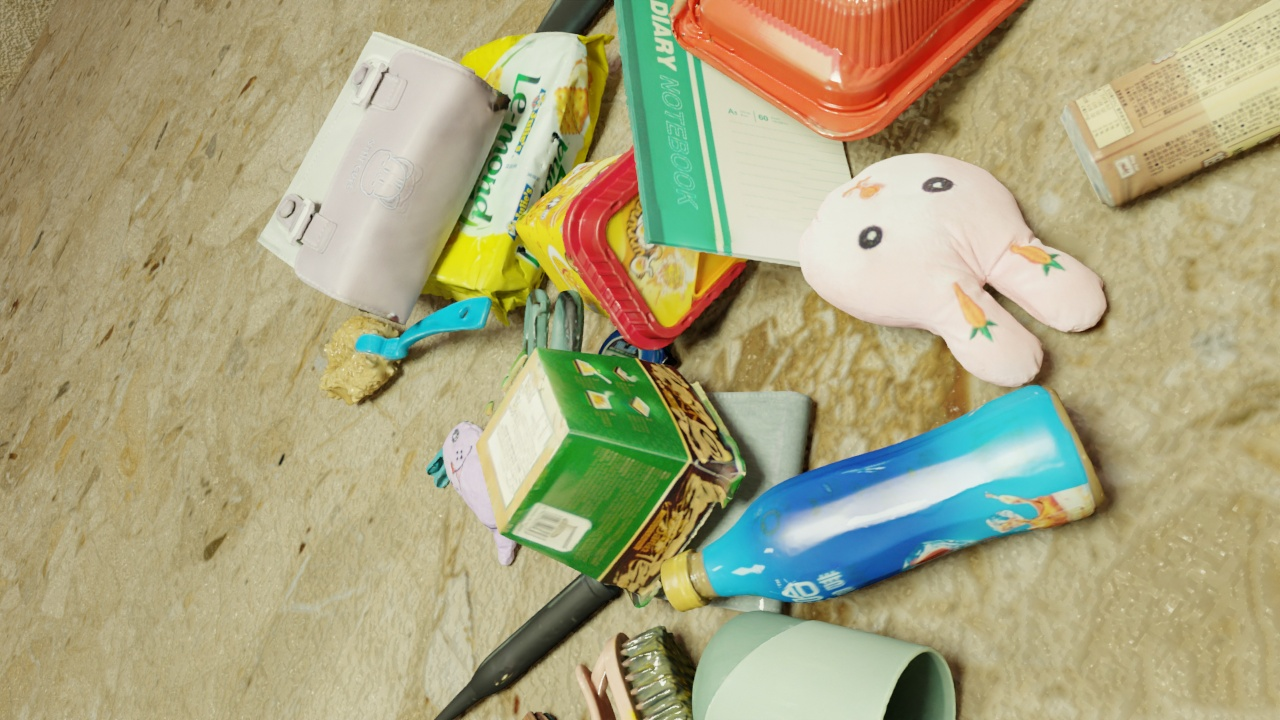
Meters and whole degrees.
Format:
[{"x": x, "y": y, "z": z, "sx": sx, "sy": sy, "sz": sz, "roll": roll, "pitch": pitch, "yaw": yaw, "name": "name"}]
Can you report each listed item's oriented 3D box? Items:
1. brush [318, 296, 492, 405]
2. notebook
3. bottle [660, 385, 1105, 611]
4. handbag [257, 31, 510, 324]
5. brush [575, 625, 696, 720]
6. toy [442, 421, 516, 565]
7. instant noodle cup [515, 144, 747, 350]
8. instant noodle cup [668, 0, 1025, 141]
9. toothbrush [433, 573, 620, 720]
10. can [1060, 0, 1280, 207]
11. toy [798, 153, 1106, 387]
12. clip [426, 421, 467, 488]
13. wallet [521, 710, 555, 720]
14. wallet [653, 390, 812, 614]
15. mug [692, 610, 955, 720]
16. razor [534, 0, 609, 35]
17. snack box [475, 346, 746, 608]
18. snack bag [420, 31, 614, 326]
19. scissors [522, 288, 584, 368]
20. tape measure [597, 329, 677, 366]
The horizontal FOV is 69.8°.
[{"x": -0.198, "y": -0.016, "z": 0.758, "sx": 0.255, "sy": 0.046, "sz": 0.083, "roll": -15, "pitch": 55, "yaw": 48, "name": "brush"}, {"x": 0.061, "y": -0.150, "z": 0.572, "sx": 0.012, "sy": 0.150, "sz": 0.208, "roll": 130, "pitch": 139, "yaw": -54, "name": "notebook"}, {"x": 0.110, "y": 0.080, "z": 0.463, "sx": 0.219, "sy": 0.065, "sz": 0.065, "roll": -24, "pitch": 58, "yaw": 20, "name": "bottle"}, {"x": -0.199, "y": -0.144, "z": 0.718, "sx": 0.145, "sy": 0.098, "sz": 0.197, "roll": 30, "pitch": 92, "yaw": 38, "name": "handbag"}, {"x": 0.010, "y": 0.217, "z": 0.504, "sx": 0.073, "sy": 0.063, "sz": 0.145, "roll": -35, "pitch": 52, "yaw": 10, "name": "brush"}, {"x": -0.114, "y": 0.089, "z": 0.674, "sx": 0.108, "sy": 0.038, "sz": 0.084, "roll": 37, "pitch": 124, "yaw": 43, "name": "toy"}, {"x": -0.012, "y": -0.082, "z": 0.611, "sx": 0.116, "sy": 0.116, "sz": 0.124, "roll": -46, "pitch": 32, "yaw": -20, "name": "instant noodle cup"}, {"x": 0.124, "y": -0.231, "z": 0.540, "sx": 0.188, "sy": 0.079, "sz": 0.164, "roll": -44, "pitch": 63, "yaw": -13, "name": "instant noodle cup"}, {"x": -0.095, "y": 0.208, "z": 0.619, "sx": 0.213, "sy": 0.026, "sz": 0.027, "roll": -44, "pitch": 16, "yaw": 18, "name": "toothbrush"}, {"x": 0.271, "y": -0.124, "z": 0.440, "sx": 0.117, "sy": 0.058, "sz": 0.058, "roll": -25, "pitch": 57, "yaw": 29, "name": "can"}, {"x": 0.163, "y": -0.055, "z": 0.493, "sx": 0.121, "sy": 0.054, "sz": 0.159, "roll": -39, "pitch": 55, "yaw": -14, "name": "toy"}, {"x": -0.149, "y": 0.074, "z": 0.725, "sx": 0.057, "sy": 0.014, "sz": 0.045, "roll": -56, "pitch": 46, "yaw": 7, "name": "clip"}, {"x": -0.070, "y": 0.294, "z": 0.560, "sx": 0.101, "sy": 0.032, "sz": 0.124, "roll": 38, "pitch": 97, "yaw": 45, "name": "wallet"}, {"x": 0.045, "y": 0.081, "z": 0.552, "sx": 0.107, "sy": 0.037, "sz": 0.129, "roll": -2, "pitch": 70, "yaw": 38, "name": "wallet"}, {"x": 0.081, "y": 0.182, "z": 0.442, "sx": 0.106, "sy": 0.082, "sz": 0.111, "roll": 1, "pitch": 58, "yaw": 42, "name": "mug"}, {"x": -0.033, "y": -0.333, "z": 0.785, "sx": 0.168, "sy": 0.062, "sz": 0.067, "roll": -49, "pitch": 19, "yaw": 20, "name": "razor"}, {"x": -0.028, "y": 0.060, "z": 0.531, "sx": 0.118, "sy": 0.105, "sz": 0.117, "roll": -57, "pitch": 35, "yaw": 22, "name": "snack box"}, {"x": -0.116, "y": -0.155, "z": 0.759, "sx": 0.158, "sy": 0.068, "sz": 0.246, "roll": 14, "pitch": 82, "yaw": 43, "name": "snack bag"}, {"x": -0.062, "y": 0.007, "z": 0.628, "sx": 0.182, "sy": 0.019, "sz": 0.170, "roll": 125, "pitch": 147, "yaw": -58, "name": "scissors"}, {"x": -0.004, "y": 0.004, "z": 0.631, "sx": 0.058, "sy": 0.025, "sz": 0.054, "roll": 21, "pitch": 84, "yaw": 38, "name": "tape measure"}]
